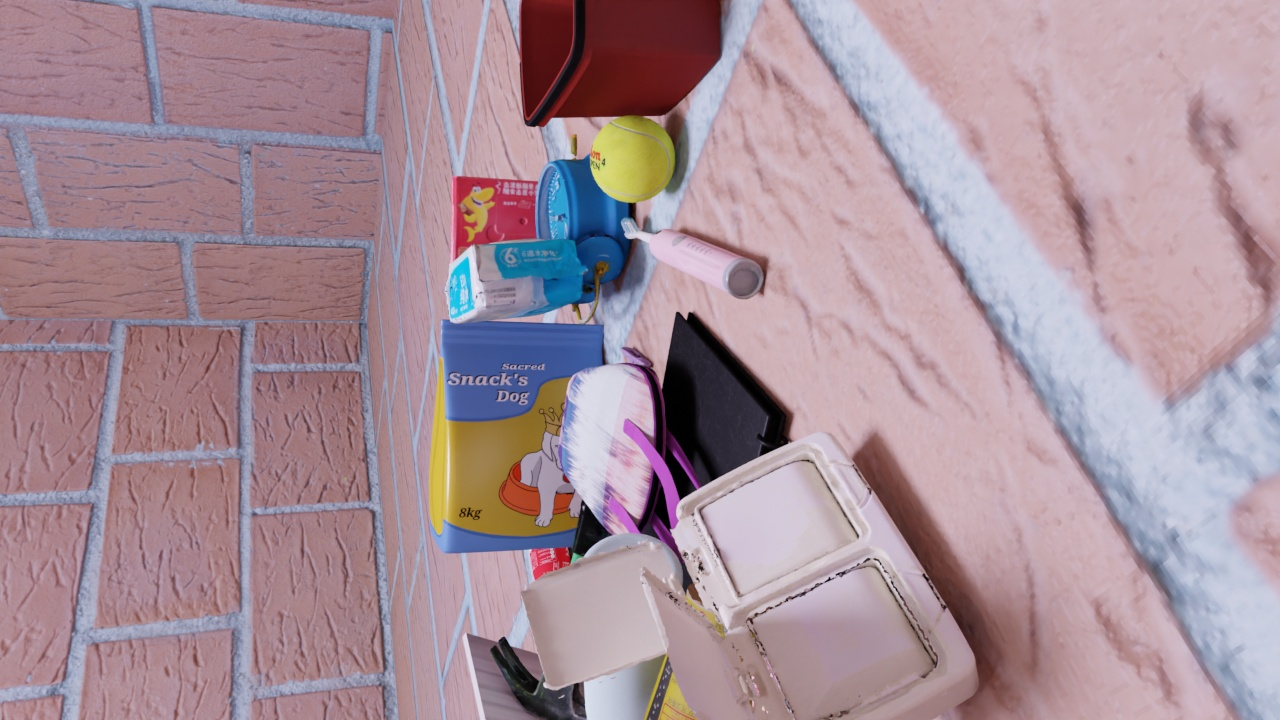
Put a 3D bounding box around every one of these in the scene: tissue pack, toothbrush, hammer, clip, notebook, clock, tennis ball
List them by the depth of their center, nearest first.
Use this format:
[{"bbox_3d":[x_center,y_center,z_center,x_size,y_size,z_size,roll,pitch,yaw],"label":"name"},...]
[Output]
[{"bbox_3d":[0.040,0.104,0.654,0.169,0.019,0.232,-125,40,-58],"label":"notebook"},{"bbox_3d":[0.027,-0.081,0.671,0.026,0.027,0.222,67,167,-24],"label":"toothbrush"},{"bbox_3d":[-0.006,-0.154,0.701,0.065,0.065,0.065,179,90,-69],"label":"tennis ball"},{"bbox_3d":[-0.004,0.003,0.774,0.052,0.013,0.036,-152,63,-64],"label":"clip"},{"bbox_3d":[-0.113,-0.069,0.786,0.145,0.092,0.061,169,93,-66],"label":"tissue pack"},{"bbox_3d":[-0.046,0.169,0.794,0.032,0.130,0.319,-27,-49,-71],"label":"hammer"},{"bbox_3d":[-0.080,0.339,0.816,0.009,0.142,0.209,-52,34,14],"label":"notebook"},{"bbox_3d":[-0.051,-0.112,0.825,0.117,0.060,0.161,137,126,-61],"label":"clock"}]

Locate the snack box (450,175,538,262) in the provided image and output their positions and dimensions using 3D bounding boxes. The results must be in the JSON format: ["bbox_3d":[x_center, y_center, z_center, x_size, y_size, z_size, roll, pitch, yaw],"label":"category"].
[{"bbox_3d":[-0.117,-0.131,0.895,0.021,0.132,0.089,-151,63,-67],"label":"snack box"}]

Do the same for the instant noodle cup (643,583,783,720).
[{"bbox_3d":[0.052,0.195,0.539,0.100,0.100,0.112,-162,83,-68],"label":"instant noodle cup"}]

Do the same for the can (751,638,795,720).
[{"bbox_3d":[0.089,0.180,0.460,0.067,0.067,0.076,172,98,-69],"label":"can"}]

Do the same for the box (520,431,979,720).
[{"bbox_3d":[0.043,0.104,0.411,0.101,0.186,0.145,84,164,-46],"label":"box"}]

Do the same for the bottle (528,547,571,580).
[{"bbox_3d":[-0.097,0.203,0.977,0.042,0.042,0.141,116,147,-49],"label":"bottle"}]

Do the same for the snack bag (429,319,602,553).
[{"bbox_3d":[-0.112,0.067,0.852,0.102,0.158,0.205,-164,76,-68],"label":"snack bag"}]

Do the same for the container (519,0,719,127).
[{"bbox_3d":[-0.059,-0.245,0.650,0.148,0.200,0.127,160,109,-68],"label":"container"}]

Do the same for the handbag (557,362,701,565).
[{"bbox_3d":[0.002,0.083,0.657,0.170,0.068,0.145,-130,44,-53],"label":"handbag"}]

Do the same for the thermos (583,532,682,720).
[{"bbox_3d":[-0.006,0.207,0.625,0.065,0.077,0.207,-125,26,-44],"label":"thermos"}]
